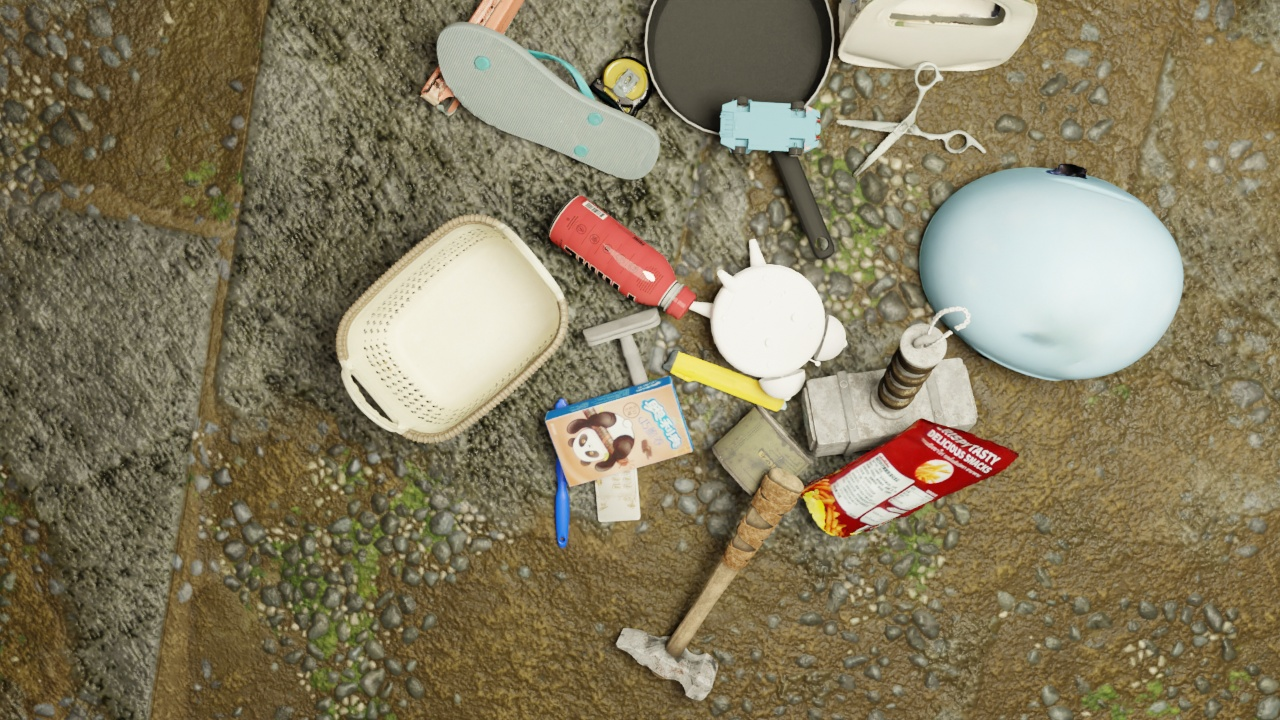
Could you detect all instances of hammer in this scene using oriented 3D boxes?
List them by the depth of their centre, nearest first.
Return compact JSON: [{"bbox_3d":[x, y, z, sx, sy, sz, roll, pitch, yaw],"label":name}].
[{"bbox_3d":[0.257,0.020,0.905,0.177,0.326,0.079,-8,73,4],"label":"hammer"},{"bbox_3d":[0.087,0.248,1.032,0.121,0.048,0.319,30,116,4],"label":"hammer"}]

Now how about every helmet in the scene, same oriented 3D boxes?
[{"bbox_3d":[0.430,-0.090,0.962,0.266,0.166,0.226,20,107,11],"label":"helmet"}]

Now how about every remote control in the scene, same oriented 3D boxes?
[{"bbox_3d":[-0.030,0.123,1.088,0.050,0.011,0.136,-4,96,4],"label":"remote control"}]

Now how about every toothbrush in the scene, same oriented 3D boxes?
[{"bbox_3d":[-0.093,0.134,1.094,0.016,0.018,0.182,1,99,3],"label":"toothbrush"}]

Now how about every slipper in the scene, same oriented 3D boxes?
[{"bbox_3d":[-0.102,-0.286,1.024,0.268,0.054,0.098,28,127,-12],"label":"slipper"}]

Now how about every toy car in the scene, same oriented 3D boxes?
[{"bbox_3d":[0.137,-0.249,0.984,0.107,0.027,0.060,2,95,-5],"label":"toy car"}]

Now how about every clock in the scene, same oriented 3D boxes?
[{"bbox_3d":[0.143,-0.042,1.027,0.125,0.072,0.161,-44,91,7],"label":"clock"}]

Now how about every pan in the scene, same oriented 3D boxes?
[{"bbox_3d":[0.137,-0.279,1.017,0.204,0.044,0.355,-23,94,6],"label":"pan"}]

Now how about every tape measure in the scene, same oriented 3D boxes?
[{"bbox_3d":[-0.017,-0.309,1.029,0.061,0.034,0.061,38,95,-2],"label":"tape measure"}]

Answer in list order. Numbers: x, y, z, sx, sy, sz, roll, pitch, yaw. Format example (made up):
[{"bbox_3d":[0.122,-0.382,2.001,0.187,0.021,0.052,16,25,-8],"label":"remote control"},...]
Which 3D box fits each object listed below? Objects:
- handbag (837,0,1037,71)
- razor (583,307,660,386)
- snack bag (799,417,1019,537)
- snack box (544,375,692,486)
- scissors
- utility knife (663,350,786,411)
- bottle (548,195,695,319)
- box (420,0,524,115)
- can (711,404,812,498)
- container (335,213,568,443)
[{"bbox_3d":[0.296,-0.364,0.922,0.200,0.199,0.093,4,92,1],"label":"handbag"},{"bbox_3d":[-0.006,0.006,1.062,0.088,0.047,0.116,-17,102,5],"label":"razor"},{"bbox_3d":[0.282,0.130,0.991,0.139,0.066,0.209,27,138,-26],"label":"snack bag"},{"bbox_3d":[-0.024,0.081,1.051,0.151,0.034,0.087,-17,108,5],"label":"snack box"},{"bbox_3d":[0.303,-0.254,1.011,0.175,0.014,0.142,16,121,-10],"label":"scissors"},{"bbox_3d":[0.100,0.025,1.067,0.151,0.017,0.030,21,102,2],"label":"utility knife"},{"bbox_3d":[-0.017,-0.111,1.027,0.176,0.062,0.062,37,97,5],"label":"bottle"},{"bbox_3d":[-0.186,-0.366,1.031,0.056,0.059,0.187,40,97,31],"label":"box"},{"bbox_3d":[0.136,0.107,1.036,0.074,0.090,0.090,-44,92,6],"label":"can"},{"bbox_3d":[-0.198,-0.036,1.016,0.246,0.142,0.184,-39,93,7],"label":"container"}]
